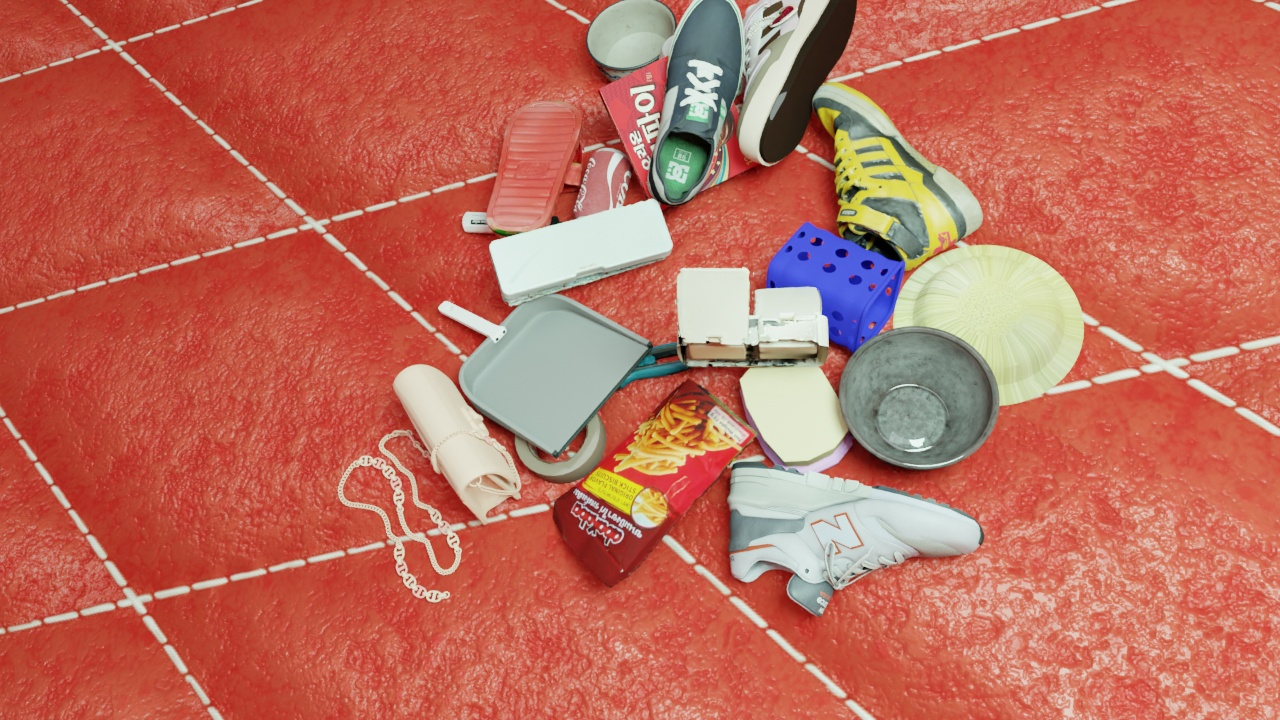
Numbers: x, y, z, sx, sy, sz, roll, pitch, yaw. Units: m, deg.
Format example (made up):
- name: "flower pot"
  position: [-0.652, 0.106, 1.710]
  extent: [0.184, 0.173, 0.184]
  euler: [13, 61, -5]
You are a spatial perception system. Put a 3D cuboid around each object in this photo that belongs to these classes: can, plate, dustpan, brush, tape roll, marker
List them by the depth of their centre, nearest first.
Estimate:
- name: "plate"
  position: [0.354, -0.047, 0.933]
  extent: [0.184, 0.036, 0.184]
  euler: [-5, 65, 11]
- name: "brush"
  position: [0.136, 0.011, 0.955]
  extent: [0.089, 0.043, 0.228]
  euler: [-26, 63, 1]
- name: "tape roll"
  position: [-0.085, 0.083, 0.982]
  extent: [0.094, 0.030, 0.093]
  euler: [-5, 65, 11]
- name: "dustpan"
  position: [-0.135, -0.012, 1.018]
  extent: [0.258, 0.033, 0.162]
  euler: [25, 64, 35]
- name: "can"
  position: [-0.045, -0.198, 1.086]
  extent: [0.054, 0.054, 0.096]
  euler: [9, 68, 17]
- name: "marker"
  position: [-0.154, -0.166, 1.113]
  extent: [0.126, 0.025, 0.025]
  euler: [4, 67, 15]

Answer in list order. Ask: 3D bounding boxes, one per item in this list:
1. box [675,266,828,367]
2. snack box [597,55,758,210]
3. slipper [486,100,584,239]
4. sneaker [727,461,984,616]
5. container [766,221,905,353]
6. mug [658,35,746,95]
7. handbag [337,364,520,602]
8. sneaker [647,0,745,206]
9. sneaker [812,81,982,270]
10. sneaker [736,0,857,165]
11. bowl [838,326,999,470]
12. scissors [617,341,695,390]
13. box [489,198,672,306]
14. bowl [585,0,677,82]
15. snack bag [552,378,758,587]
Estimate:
- name: "box"
  position: [0.104, -0.046, 0.853]
  extent: [0.143, 0.182, 0.080]
  euler: [0, 77, 6]
- name: "snack box"
  position: [0.044, -0.268, 1.056]
  extent: [0.132, 0.036, 0.152]
  euler: [-25, 103, 1]
- name: "slipper"
  position: [-0.123, -0.225, 1.114]
  extent: [0.103, 0.059, 0.248]
  euler: [0, 52, 10]
- name: "sneaker"
  position: [0.184, 0.178, 0.852]
  extent: [0.240, 0.089, 0.124]
  euler: [11, 73, 27]
- name: "container"
  position: [0.198, -0.075, 0.950]
  extent: [0.114, 0.085, 0.084]
  euler: [29, 59, 24]
- name: "mug"
  position: [0.073, -0.345, 1.104]
  extent: [0.107, 0.089, 0.071]
  euler: [8, 68, 17]
- name: "handbag"
  position: [-0.232, 0.126, 0.948]
  extent: [0.187, 0.117, 0.198]
  euler: [-36, 63, -4]
- name: "sneaker"
  position: [0.064, -0.282, 0.995]
  extent: [0.084, 0.079, 0.235]
  euler: [13, 101, -7]
- name: "sneaker"
  position: [0.241, -0.193, 0.996]
  extent: [0.122, 0.086, 0.238]
  euler: [-38, 67, -10]
- name: "sneaker"
  position: [0.151, -0.348, 1.059]
  extent: [0.116, 0.112, 0.293]
  euler: [16, 61, 22]
- name: "bowl"
  position: [0.266, 0.046, 0.893]
  extent: [0.145, 0.067, 0.144]
  euler: [-4, 65, 9]
- name: "scissors"
  position: [-0.003, 0.001, 1.007]
  extent: [0.130, 0.019, 0.134]
  euler: [28, 67, 32]
- name: "box"
  position: [-0.066, -0.123, 1.019]
  extent: [0.198, 0.086, 0.072]
  euler: [-18, 22, -9]
- name: "bowl"
  position: [-0.006, -0.394, 1.162]
  extent: [0.115, 0.059, 0.115]
  euler: [-5, 65, 11]
- name: "snack bag"
  position: [0.011, 0.120, 0.922]
  extent: [0.207, 0.066, 0.139]
  euler: [-47, 43, -7]
